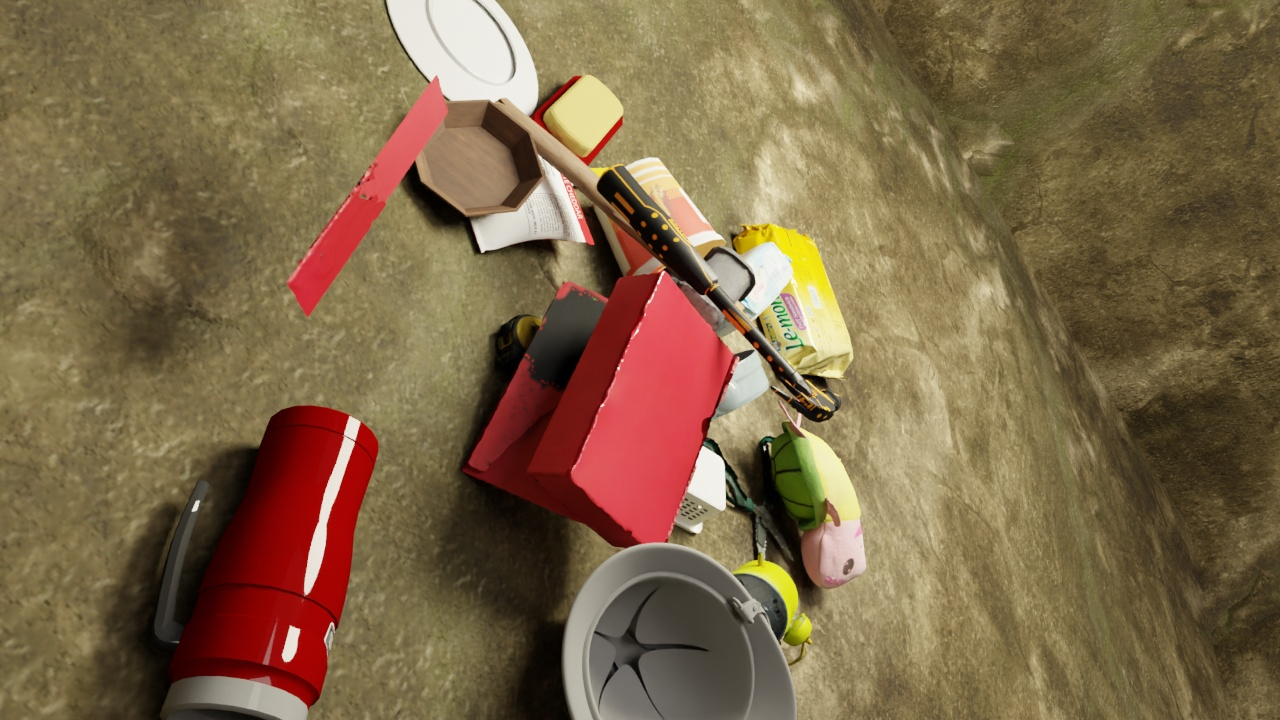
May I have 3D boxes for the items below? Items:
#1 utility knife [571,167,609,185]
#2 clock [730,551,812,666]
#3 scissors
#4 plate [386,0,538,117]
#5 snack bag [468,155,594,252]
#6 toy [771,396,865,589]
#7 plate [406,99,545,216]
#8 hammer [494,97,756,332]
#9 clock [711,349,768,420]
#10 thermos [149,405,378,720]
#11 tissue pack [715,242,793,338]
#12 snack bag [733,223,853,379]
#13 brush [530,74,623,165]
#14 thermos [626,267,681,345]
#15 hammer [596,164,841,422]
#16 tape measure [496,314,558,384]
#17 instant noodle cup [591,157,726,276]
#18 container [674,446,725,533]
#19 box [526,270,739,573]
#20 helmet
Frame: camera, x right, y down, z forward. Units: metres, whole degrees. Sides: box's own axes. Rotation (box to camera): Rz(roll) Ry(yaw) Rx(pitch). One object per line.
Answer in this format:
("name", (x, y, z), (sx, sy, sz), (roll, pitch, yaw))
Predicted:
("utility knife", (-0.051, -0.218, 1.090), (0.224, 0.019, 0.030), (-18, 78, -57))
("clock", (0.125, 0.263, 0.945), (0.119, 0.083, 0.057), (63, 28, 5))
("scissors", (0.125, 0.143, 1.084), (0.204, 0.015, 0.201), (40, 38, -31))
("plate", (-0.186, -0.354, 1.005), (0.208, 0.015, 0.208), (31, 45, -38))
("snack bag", (-0.122, -0.175, 0.942), (0.143, 0.039, 0.130), (-12, 76, -42))
("toy", (0.209, 0.154, 1.099), (0.190, 0.088, 0.238), (-50, 122, -81))
("plate", (-0.160, -0.191, 0.887), (0.131, 0.025, 0.131), (9, 67, -21))
("hammer", (-0.023, -0.154, 0.934), (0.328, 0.052, 0.097), (42, 47, 2))
("clock", (0.073, 0.035, 0.988), (0.045, 0.123, 0.159), (65, 25, -5))
("thermos", (-0.234, 0.125, 0.570), (0.108, 0.084, 0.198), (21, 47, -20))
("tissue pack", (0.110, -0.076, 1.123), (0.070, 0.112, 0.181), (57, 35, -7))
("snack bag", (0.225, -0.091, 1.323), (0.159, 0.068, 0.247), (3, 65, -51))
("brush", (-0.071, -0.281, 1.073), (0.082, 0.042, 0.172), (42, 38, -12))
("thermos", (-0.006, 0.005, 0.938), (0.098, 0.098, 0.220), (41, 46, -29))
("hammer", (0.064, -0.066, 0.845), (0.320, 0.036, 0.123), (50, 18, 17))
("tape measure", (-0.105, -0.014, 0.868), (0.061, 0.034, 0.061), (25, 48, -43))
("instant noodle cup", (0.013, -0.154, 1.052), (0.123, 0.124, 0.121), (-16, 73, -55))
("container", (0.037, 0.118, 0.953), (0.129, 0.050, 0.080), (33, 44, -36))
("box", (0.015, 0.132, 0.924), (0.171, 0.479, 0.213), (19, 62, 9))
("helmet", (0.011, 0.261, 0.775), (0.183, 0.118, 0.271), (-44, 113, -23))
